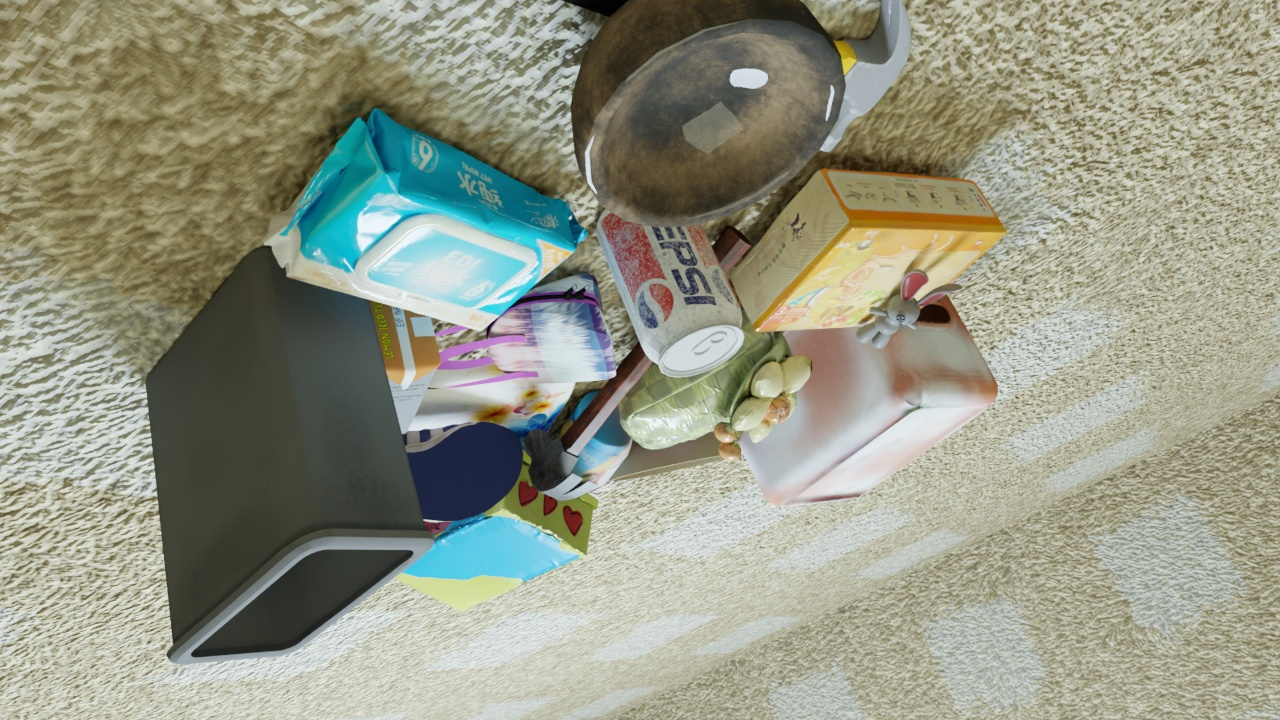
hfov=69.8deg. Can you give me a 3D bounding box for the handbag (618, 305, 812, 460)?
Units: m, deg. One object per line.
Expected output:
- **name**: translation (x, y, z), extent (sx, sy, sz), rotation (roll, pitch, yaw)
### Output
- **handbag**: translation (0.074, 0.037, 0.866), extent (0.186, 0.116, 0.113), rotation (-29, 146, 5)

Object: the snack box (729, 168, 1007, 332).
- **snack box**: translation (0.196, -0.099, 0.814), extent (0.195, 0.080, 0.145), rotation (-4, 149, -33)

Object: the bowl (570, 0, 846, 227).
- **bowl**: translation (0.033, -0.158, 0.546), extent (0.162, 0.070, 0.162), rotation (-15, 151, -9)

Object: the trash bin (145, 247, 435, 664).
- **trash bin**: translation (-0.255, 0.068, 0.638), extent (0.192, 0.219, 0.097), rotation (-38, 149, 28)

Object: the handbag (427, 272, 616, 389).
- **handbag**: translation (-0.111, -0.012, 0.783), extent (0.170, 0.068, 0.145), rotation (-13, 153, -3)

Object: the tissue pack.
- **tissue pack**: translation (-0.135, -0.085, 0.623), extent (0.117, 0.066, 0.209), rotation (-35, 152, 26)

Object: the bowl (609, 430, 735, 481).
- **bowl**: translation (0.034, 0.100, 1.063), extent (0.152, 0.050, 0.152), rotation (-12, 170, -2)

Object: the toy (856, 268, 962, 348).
- **toy**: translation (0.234, -0.045, 0.817), extent (0.049, 0.030, 0.112), rotation (18, 145, -13)

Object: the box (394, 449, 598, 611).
- **box**: translation (-0.163, 0.187, 0.991), extent (0.124, 0.082, 0.222), rotation (35, 130, -28)

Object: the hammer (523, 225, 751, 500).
- **hammer**: translation (-0.005, 0.005, 0.820), extent (0.028, 0.111, 0.301), rotation (29, 110, -30)

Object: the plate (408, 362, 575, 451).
- **plate**: translation (-0.162, 0.060, 0.914), extent (0.186, 0.016, 0.187), rotation (-4, 148, -31)

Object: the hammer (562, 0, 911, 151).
- **hammer**: translation (0.049, -0.209, 0.572), extent (0.323, 0.029, 0.127), rotation (2, 144, -37)

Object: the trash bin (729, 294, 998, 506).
- **trash bin**: translation (0.237, 0.040, 1.016), extent (0.181, 0.157, 0.261), rotation (2, 144, -39)

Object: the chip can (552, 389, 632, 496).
- **chip can**: translation (-0.075, 0.123, 1.030), extent (0.079, 0.079, 0.230), rotation (-4, 148, -31)

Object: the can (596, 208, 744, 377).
- **can**: translation (0.022, -0.062, 0.695), extent (0.078, 0.136, 0.078), rotation (-17, 152, -9)

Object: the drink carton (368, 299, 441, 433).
- **drink carton**: translation (-0.202, 0.006, 0.730), extent (0.048, 0.076, 0.125), rotation (-5, 152, -30)

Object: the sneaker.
- **sneaker**: translation (-0.230, 0.101, 0.840), extent (0.119, 0.091, 0.232), rotation (2, -175, 35)
